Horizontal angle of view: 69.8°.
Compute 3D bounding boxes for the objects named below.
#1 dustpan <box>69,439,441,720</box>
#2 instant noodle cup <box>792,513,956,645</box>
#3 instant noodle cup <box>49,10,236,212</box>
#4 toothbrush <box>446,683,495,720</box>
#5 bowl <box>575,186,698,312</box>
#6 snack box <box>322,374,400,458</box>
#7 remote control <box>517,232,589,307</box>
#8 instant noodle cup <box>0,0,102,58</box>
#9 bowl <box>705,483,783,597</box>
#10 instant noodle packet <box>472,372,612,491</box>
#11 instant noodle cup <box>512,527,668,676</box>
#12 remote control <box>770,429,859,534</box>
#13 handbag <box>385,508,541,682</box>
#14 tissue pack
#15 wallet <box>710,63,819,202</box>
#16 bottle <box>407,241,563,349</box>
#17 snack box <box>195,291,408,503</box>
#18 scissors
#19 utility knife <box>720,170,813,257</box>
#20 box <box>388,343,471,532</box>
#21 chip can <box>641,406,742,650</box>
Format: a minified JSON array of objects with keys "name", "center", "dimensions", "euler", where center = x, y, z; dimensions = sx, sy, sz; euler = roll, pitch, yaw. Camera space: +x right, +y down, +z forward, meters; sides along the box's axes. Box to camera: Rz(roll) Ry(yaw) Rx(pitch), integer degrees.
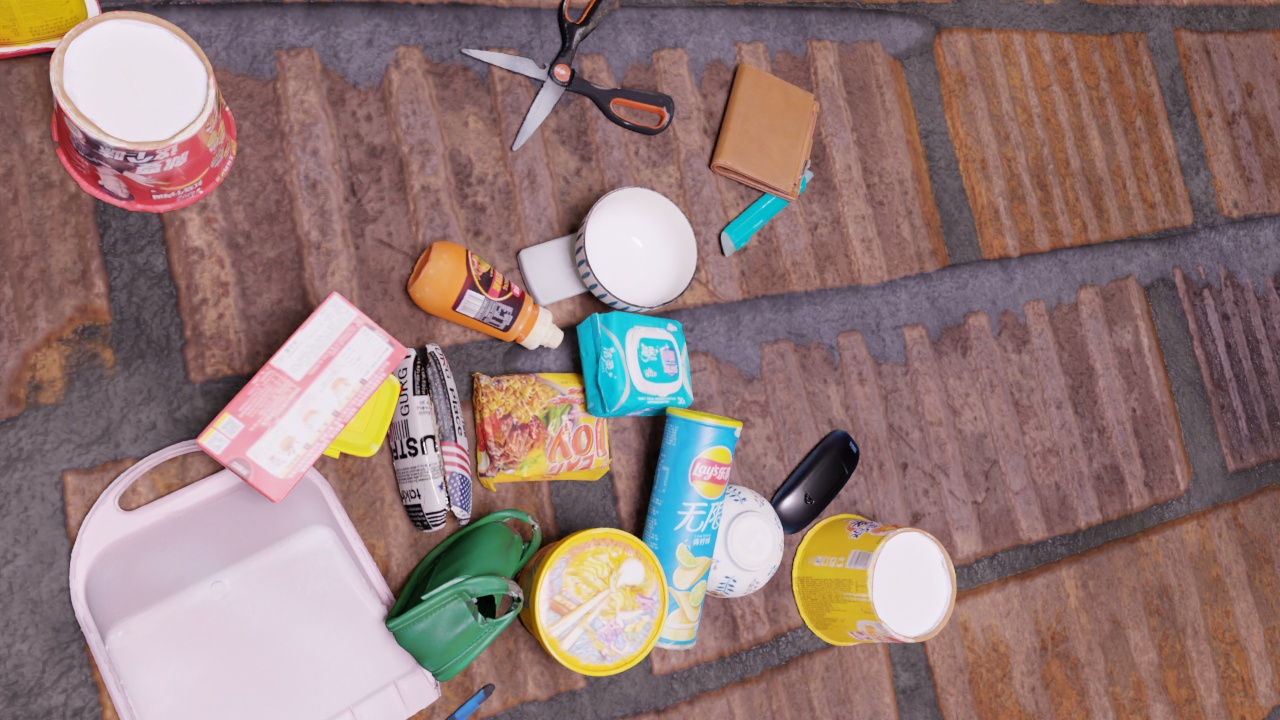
[{"name":"dustpan","center":[-0.316,0.205,0.744],"dimensions":[0.222,0.139,0.274],"euler":[-24,119,-26]},{"name":"instant noodle cup","center":[0.241,0.223,0.928],"dimensions":[0.138,0.110,0.138],"euler":[5,79,-24]},{"name":"instant noodle cup","center":[-0.393,-0.197,0.722],"dimensions":[0.137,0.109,0.137],"euler":[4,80,-23]},{"name":"toothbrush","center":[-0.195,0.339,0.769],"dimensions":[0.189,0.016,0.014],"euler":[-37,104,-25]},{"name":"bowl","center":[-0.011,-0.099,0.871],"dimensions":[0.116,0.066,0.116],"euler":[4,79,-23]},{"name":"snack box","center":[-0.255,0.039,0.758],"dimensions":[0.091,0.080,0.082],"euler":[22,72,-19]},{"name":"remote control","center":[-0.046,-0.101,0.906],"dimensions":[0.149,0.021,0.058],"euler":[-21,90,-25]},{"name":"instant noodle cup","center":[-0.486,-0.306,0.691],"dimensions":[0.115,0.124,0.116],"euler":[-20,89,-25]},{"name":"bowl","center":[0.096,0.176,0.900],"dimensions":[0.113,0.062,0.113],"euler":[5,78,-23]},{"name":"instant noodle packet","center":[-0.088,0.061,0.849],"dimensions":[0.128,0.044,0.110],"euler":[-2,86,-24]},{"name":"instant noodle cup","center":[-0.052,0.206,0.799],"dimensions":[0.118,0.115,0.118],"euler":[4,79,-23]},{"name":"remote control","center":[0.189,0.127,0.969],"dimensions":[0.136,0.024,0.053],"euler":[-44,101,-23]},{"name":"handbag","center":[-0.137,0.188,0.749],"dimensions":[0.120,0.131,0.068],"euler":[-35,101,15]},{"name":"tissue pack","center":[-0.005,0.005,0.863],"dimensions":[0.133,0.050,0.093],"euler":[2,77,-55]},{"name":"wallet","center":[0.140,-0.249,1.006],"dimensions":[0.107,0.031,0.131],"euler":[19,73,-13]},{"name":"bottle","center":[-0.136,-0.051,0.840],"dimensions":[0.149,0.067,0.066],"euler":[29,71,-24]},{"name":"snack box","center":[-0.255,0.027,0.700],"dimensions":[0.075,0.025,0.152],"euler":[41,68,-13]},{"name":"scissors","center":[-0.064,-0.299,0.932],"dimensions":[0.233,0.022,0.220],"euler":[15,75,-22]},{"name":"utility knife","center":[0.139,-0.166,1.004],"dimensions":[0.165,0.013,0.029],"euler":[-41,100,-27]},{"name":"box","center":[-0.171,0.064,0.800],"dimensions":[0.082,0.075,0.163],"euler":[-5,80,-35]},{"name":"chip can","center":[0.039,0.152,0.844],"dimensions":[0.071,0.071,0.210],"euler":[11,90,-22]}]
